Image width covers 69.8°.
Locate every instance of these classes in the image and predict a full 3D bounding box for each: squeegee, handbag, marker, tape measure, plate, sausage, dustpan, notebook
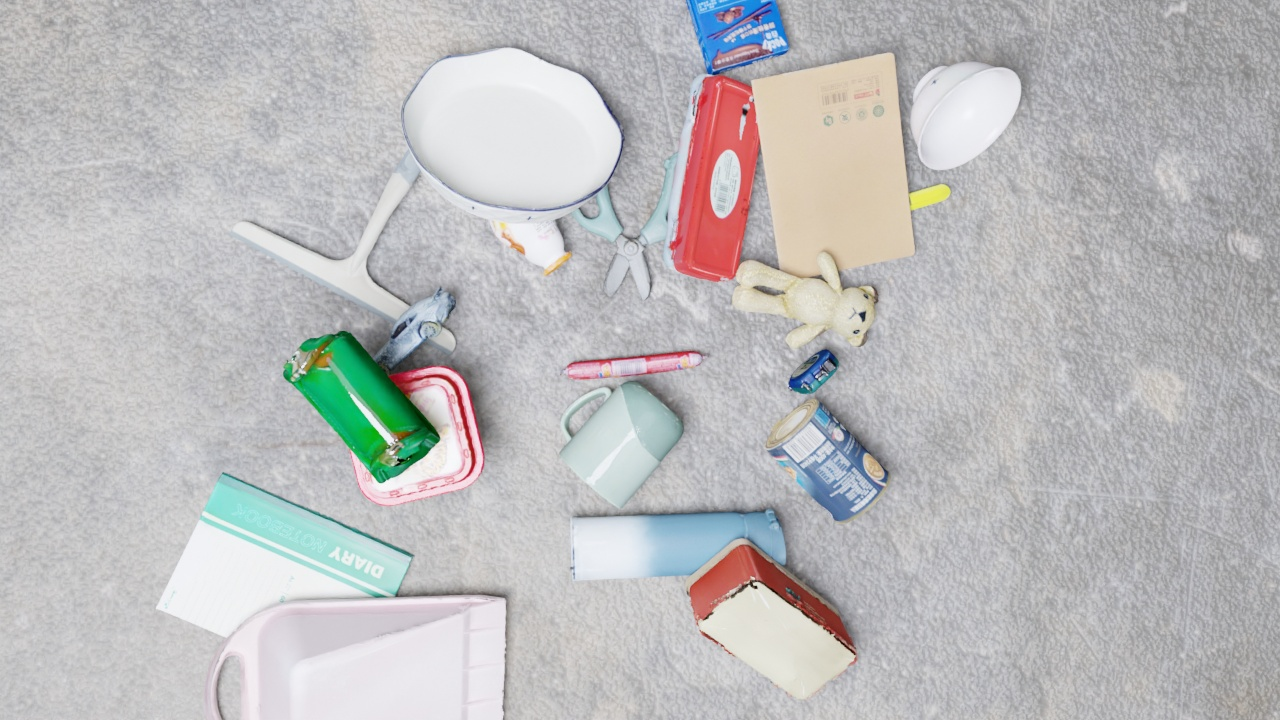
[{"bbox_3d":[-0.238,-0.170,0.907,0.246,0.039,0.246,30,89,-6],"label":"squeegee"},{"bbox_3d":[-0.231,0.038,0.749,0.068,0.120,0.131,-40,92,-9],"label":"handbag"},{"bbox_3d":[0.265,-0.162,0.967,0.124,0.015,0.018,-17,101,-2],"label":"marker"},{"bbox_3d":[0.179,0.014,0.943,0.054,0.058,0.025,-41,95,-7],"label":"tape measure"},{"bbox_3d":[-0.121,-0.210,0.871,0.204,0.046,0.204,8,58,-13],"label":"plate"},{"bbox_3d":[-0.006,0.006,0.944,0.156,0.020,0.020,-5,92,-5],"label":"sausage"},{"bbox_3d":[-0.280,0.333,0.922,0.272,0.139,0.222,0,99,-33],"label":"dustpan"},{"bbox_3d":[-0.355,0.222,0.923,0.209,0.012,0.150,25,89,-5],"label":"notebook"},{"bbox_3d":[0.199,-0.194,0.938,0.148,0.008,0.208,-12,106,-3],"label":"notebook"}]

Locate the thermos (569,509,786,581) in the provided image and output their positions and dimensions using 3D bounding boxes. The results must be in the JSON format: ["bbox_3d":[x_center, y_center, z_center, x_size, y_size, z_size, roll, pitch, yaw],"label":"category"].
[{"bbox_3d":[0.038,0.189,0.932,0.220,0.070,0.070,0,92,-6],"label":"thermos"}]

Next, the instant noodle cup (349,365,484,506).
[{"bbox_3d":[-0.210,0.068,0.874,0.116,0.124,0.116,-13,92,-5],"label":"instant noodle cup"}]

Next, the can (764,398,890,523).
[{"bbox_3d":[0.189,0.101,0.937,0.075,0.075,0.111,-45,95,-3],"label":"can"}]

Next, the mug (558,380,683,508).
[{"bbox_3d":[-0.026,0.073,0.920,0.112,0.082,0.106,39,88,26],"label":"mug"}]

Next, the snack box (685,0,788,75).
[{"bbox_3d":[0.088,-0.379,0.936,0.084,0.026,0.157,-17,93,-4],"label":"snack box"}]

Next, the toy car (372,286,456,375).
[{"bbox_3d":[-0.227,-0.023,0.893,0.121,0.054,0.037,-43,106,14],"label":"toy car"}]

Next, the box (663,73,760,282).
[{"bbox_3d":[0.071,-0.182,0.923,0.087,0.048,0.201,9,91,-36],"label":"box"}]

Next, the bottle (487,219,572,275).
[{"bbox_3d":[-0.113,-0.136,0.907,0.063,0.063,0.108,-38,94,-3],"label":"bottle"}]

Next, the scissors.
[{"bbox_3d":[-0.021,-0.154,0.939,0.177,0.019,0.174,28,90,-7],"label":"scissors"}]

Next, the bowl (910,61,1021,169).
[{"bbox_3d":[0.317,-0.261,0.936,0.118,0.118,0.064,-27,55,-4],"label":"bowl"}]

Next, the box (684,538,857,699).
[{"bbox_3d":[0.130,0.263,0.902,0.091,0.079,0.168,-43,115,15],"label":"box"}]

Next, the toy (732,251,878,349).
[{"bbox_3d":[0.168,-0.062,0.934,0.157,0.066,0.105,13,97,-13],"label":"toy"}]
